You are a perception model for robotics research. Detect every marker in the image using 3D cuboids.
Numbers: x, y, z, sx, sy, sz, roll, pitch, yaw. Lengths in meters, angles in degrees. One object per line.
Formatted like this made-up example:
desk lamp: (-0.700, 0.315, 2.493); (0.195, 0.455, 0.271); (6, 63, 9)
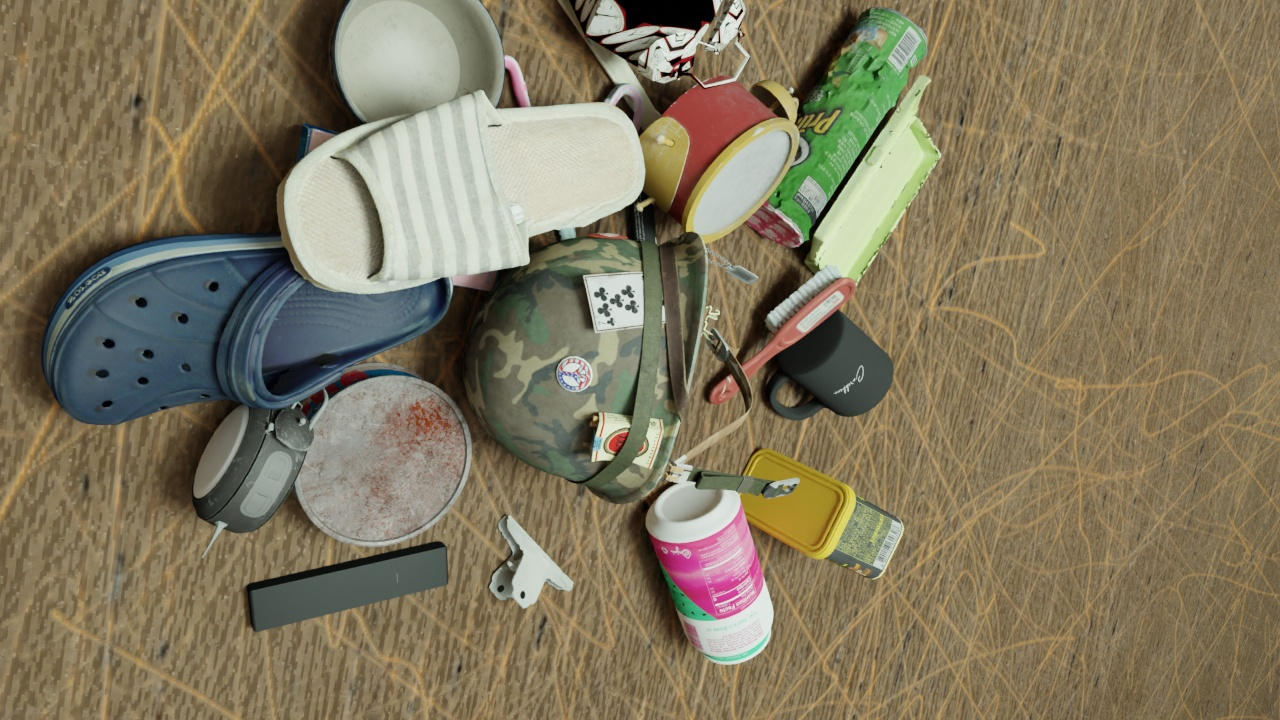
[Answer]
marker: (0.003, -0.109, 0.774); (0.023, 0.021, 0.145); (-27, 119, -49)

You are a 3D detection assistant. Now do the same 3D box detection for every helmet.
helmet: (-0.006, 0.003, 0.686); (0.236, 0.192, 0.225); (27, 127, -26)

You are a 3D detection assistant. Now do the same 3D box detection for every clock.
clock: (0.021, -0.266, 0.672); (0.154, 0.065, 0.114); (47, 58, 1)
clock: (-0.259, 0.062, 0.609); (0.043, 0.091, 0.123); (33, 90, -34)
clock: (0.065, -0.170, 0.730); (0.158, 0.081, 0.117); (-30, 157, -32)

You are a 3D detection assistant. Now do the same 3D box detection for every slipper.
slipper: (-0.100, -0.116, 0.604); (0.271, 0.054, 0.114); (-25, 101, -36)
slipper: (-0.239, -0.023, 0.579); (0.252, 0.095, 0.105); (-18, 134, -21)

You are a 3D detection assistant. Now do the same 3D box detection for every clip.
clip: (-0.103, 0.183, 0.789); (0.101, 0.041, 0.054); (54, 54, -30)

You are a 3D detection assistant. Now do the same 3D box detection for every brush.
brush: (-0.015, -0.229, 0.735); (0.033, 0.012, 0.218); (-46, 121, -14)
brush: (0.124, -0.024, 0.851); (0.172, 0.030, 0.041); (-42, 148, 10)

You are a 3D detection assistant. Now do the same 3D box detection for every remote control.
remote control: (-0.223, 0.173, 0.711); (0.149, 0.013, 0.034); (-8, 107, -30)

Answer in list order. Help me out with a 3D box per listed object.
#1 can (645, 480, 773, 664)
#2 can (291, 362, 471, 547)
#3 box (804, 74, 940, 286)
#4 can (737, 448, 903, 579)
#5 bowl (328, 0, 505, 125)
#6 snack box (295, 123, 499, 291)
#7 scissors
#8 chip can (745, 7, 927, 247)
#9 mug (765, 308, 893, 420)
can: (0.067, 0.196, 0.856); (0.088, 0.088, 0.166); (-30, 117, -23)
can: (-0.194, 0.069, 0.681); (0.129, 0.044, 0.130); (-9, 108, -30)
box: (0.220, -0.164, 0.877); (0.187, 0.048, 0.140); (-56, 153, -6)
can: (0.171, 0.149, 0.886); (0.101, 0.131, 0.072); (29, 86, -37)
bowl: (-0.157, -0.201, 0.622); (0.115, 0.059, 0.115); (-9, 108, -30)
snack box: (-0.169, -0.105, 0.653); (0.154, 0.033, 0.088); (9, 103, -34)
scissors: (-0.057, -0.161, 0.720); (0.167, 0.014, 0.170); (-24, 114, -18)
chip can: (0.172, -0.211, 0.822); (0.075, 0.075, 0.223); (39, 80, -34)
mug: (0.175, 0.012, 0.890); (0.114, 0.078, 0.088); (-44, 126, 16)
